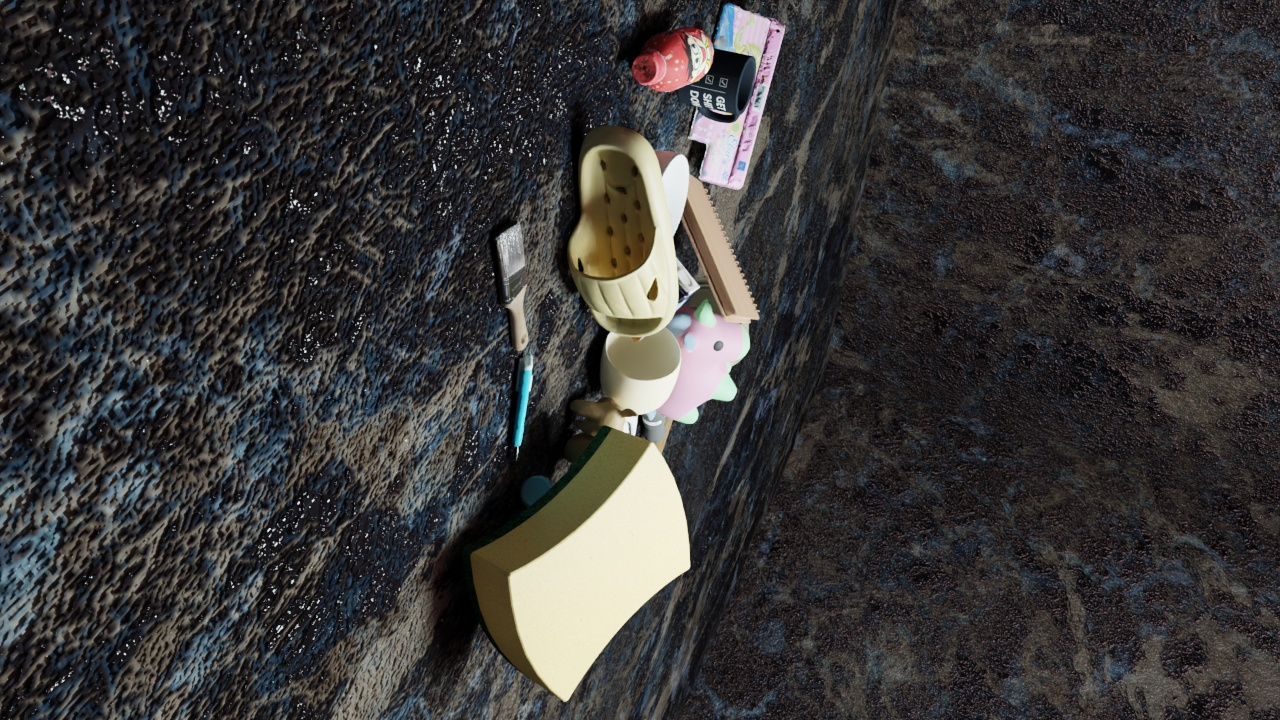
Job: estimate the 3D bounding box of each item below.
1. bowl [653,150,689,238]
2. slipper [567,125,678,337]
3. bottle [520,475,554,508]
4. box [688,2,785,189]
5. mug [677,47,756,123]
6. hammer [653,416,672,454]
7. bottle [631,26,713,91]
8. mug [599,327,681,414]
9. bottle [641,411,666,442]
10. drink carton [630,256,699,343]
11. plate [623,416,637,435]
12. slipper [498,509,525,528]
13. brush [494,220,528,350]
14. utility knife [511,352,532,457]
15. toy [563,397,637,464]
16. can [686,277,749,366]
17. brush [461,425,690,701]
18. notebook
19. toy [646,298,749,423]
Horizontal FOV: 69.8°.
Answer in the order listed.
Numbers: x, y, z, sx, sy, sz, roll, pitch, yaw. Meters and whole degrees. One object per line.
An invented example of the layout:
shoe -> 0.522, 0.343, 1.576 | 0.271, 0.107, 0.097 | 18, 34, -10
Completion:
bowl -> 0.007, -0.185, 1.040 | 0.113, 0.063, 0.113 | 19, 89, -73
slipper -> -0.023, -0.111, 0.944 | 0.079, 0.111, 0.262 | -59, 155, -43
bottle -> -0.105, 0.168, 1.084 | 0.130, 0.040, 0.040 | 61, 49, -68
box -> 0.110, -0.359, 1.253 | 0.086, 0.105, 0.230 | 36, -66, 61
mug -> 0.096, -0.337, 1.144 | 0.105, 0.077, 0.071 | 75, 36, -61
hammer -> 0.048, 0.071, 1.489 | 0.129, 0.040, 0.321 | 22, 86, -69
bottle -> 0.030, -0.320, 0.982 | 0.137, 0.062, 0.062 | -47, 150, -57
mug -> -0.007, 0.007, 1.158 | 0.100, 0.096, 0.120 | 104, -27, -53
bottle -> 0.020, 0.084, 1.403 | 0.110, 0.036, 0.036 | 86, 27, -52
drink carton -> 0.012, -0.075, 1.067 | 0.040, 0.064, 0.130 | -38, 178, -29
plate -> -0.042, 0.143, 1.302 | 0.208, 0.015, 0.208 | 18, 89, -73
slipper -> -0.111, 0.266, 1.082 | 0.253, 0.095, 0.104 | 78, 32, -52
brush -> -0.118, -0.065, 0.855 | 0.151, 0.012, 0.038 | 91, 23, -44
utility knife -> -0.124, 0.051, 0.951 | 0.022, 0.015, 0.124 | -104, -158, -61
toy -> -0.048, 0.102, 1.105 | 0.134, 0.106, 0.108 | -3, 102, -49
can -> 0.098, -0.054, 1.354 | 0.073, 0.128, 0.127 | 85, 28, -48
brush -> -0.060, 0.217, 1.000 | 0.249, 0.075, 0.195 | -40, 129, -33
notebook -> 0.098, -0.150, 1.215 | 0.210, 0.022, 0.169 | 68, 16, 6
toy -> 0.053, 0.006, 1.254 | 0.171, 0.223, 0.120 | 29, 38, -36
